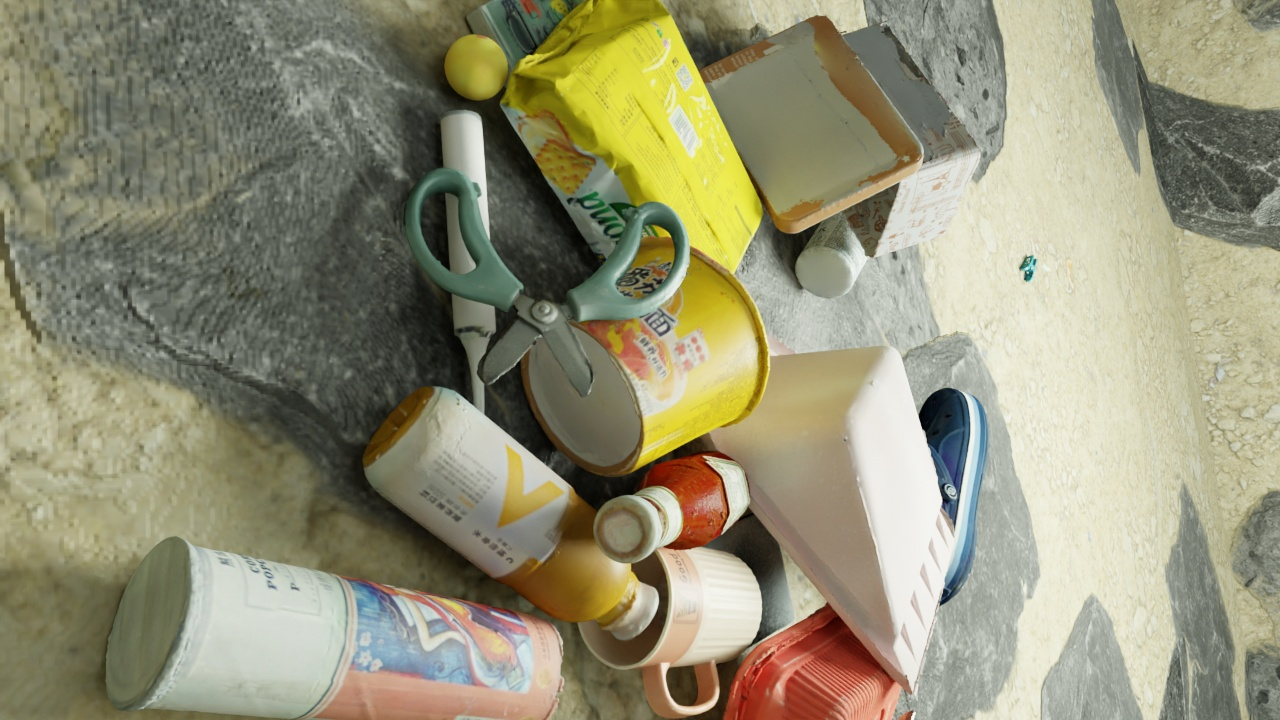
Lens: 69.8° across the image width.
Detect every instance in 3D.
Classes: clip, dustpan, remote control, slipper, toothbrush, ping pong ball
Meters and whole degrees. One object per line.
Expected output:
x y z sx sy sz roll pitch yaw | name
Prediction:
0.590 -0.143 1.392 0.050 0.015 0.056 58 44 -19 | clip
0.147 0.094 0.748 0.221 0.139 0.273 -37 114 -57 | dustpan
-0.067 -0.245 0.661 0.134 0.019 0.056 -48 116 -43 | remote control
0.280 0.128 0.919 0.095 0.105 0.252 30 49 -9 | slipper
-0.104 -0.045 0.566 0.026 0.026 0.221 1 80 -37 | toothbrush
-0.105 -0.188 0.588 0.040 0.040 0.040 14 70 -46 | ping pong ball

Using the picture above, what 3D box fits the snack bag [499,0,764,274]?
0.009 -0.146 0.674 0.246 0.068 0.157 56 45 -30 | snack bag

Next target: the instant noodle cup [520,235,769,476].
-0.004 0.003 0.597 0.109 0.138 0.138 -30 104 -39 | instant noodle cup

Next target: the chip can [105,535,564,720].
-0.135 0.144 0.452 0.214 0.071 0.071 28 61 -43 | chip can

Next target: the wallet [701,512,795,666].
0.077 0.177 0.730 0.120 0.019 0.097 -10 87 -48 | wallet

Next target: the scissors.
-0.062 -0.064 0.537 0.178 0.019 0.169 38 61 8 | scissors

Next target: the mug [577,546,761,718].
0.024 0.177 0.611 0.105 0.082 0.114 20 50 -47 | mug

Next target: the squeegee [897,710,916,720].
0.127 0.409 0.663 0.245 0.039 0.247 -49 147 -41 | squeegee

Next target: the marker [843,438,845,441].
0.166 0.082 0.856 0.123 0.015 0.018 -19 97 -52 | marker

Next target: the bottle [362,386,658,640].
-0.067 0.093 0.521 0.189 0.068 0.067 43 51 -20 | bottle

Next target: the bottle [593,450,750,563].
0.021 0.090 0.561 0.206 0.060 0.059 5 76 -72 | bottle

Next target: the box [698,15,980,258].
0.164 -0.183 0.817 0.157 0.193 0.183 82 -13 -62 | box

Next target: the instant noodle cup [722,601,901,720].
0.125 0.270 0.676 0.188 0.079 0.165 -7 114 -49 | instant noodle cup

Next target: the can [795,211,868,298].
0.205 -0.123 0.913 0.058 0.058 0.146 58 44 -22 | can
